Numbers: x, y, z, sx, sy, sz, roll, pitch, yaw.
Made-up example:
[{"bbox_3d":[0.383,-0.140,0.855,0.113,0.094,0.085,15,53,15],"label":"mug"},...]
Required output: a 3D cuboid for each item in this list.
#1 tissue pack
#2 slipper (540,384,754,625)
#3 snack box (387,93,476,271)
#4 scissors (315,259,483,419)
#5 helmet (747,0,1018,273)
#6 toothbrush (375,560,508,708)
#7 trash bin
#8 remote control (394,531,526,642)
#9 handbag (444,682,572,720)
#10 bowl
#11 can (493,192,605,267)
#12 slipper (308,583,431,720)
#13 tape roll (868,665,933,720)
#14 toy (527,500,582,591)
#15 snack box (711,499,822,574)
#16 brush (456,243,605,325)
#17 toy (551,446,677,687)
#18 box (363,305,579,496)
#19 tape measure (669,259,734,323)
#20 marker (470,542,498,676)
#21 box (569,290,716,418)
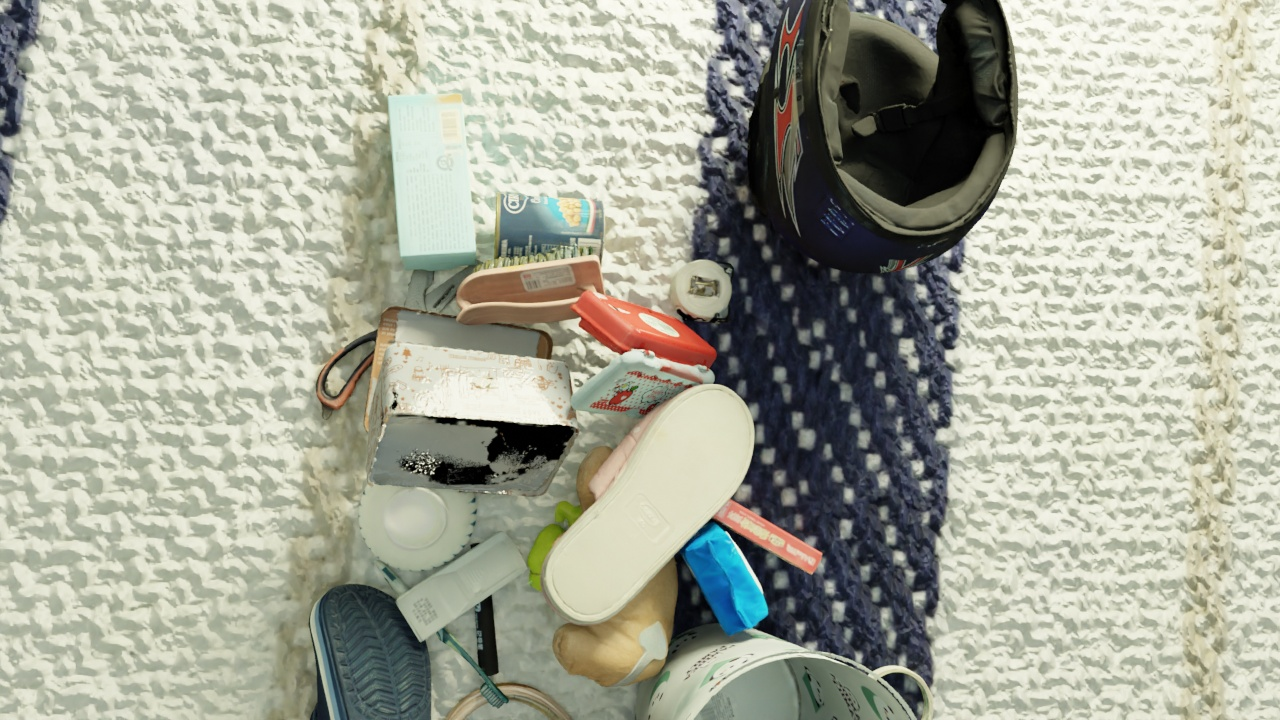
[{"bbox_3d":[0.079,0.209,0.902,0.052,0.157,0.095,-28,87,-4],"label":"tissue pack"},{"bbox_3d":[0.009,0.132,0.868,0.114,0.055,0.273,42,67,-2],"label":"slipper"},{"bbox_3d":[-0.211,-0.181,0.930,0.074,0.052,0.174,-5,81,-10],"label":"snack box"},{"bbox_3d":[-0.240,-0.019,0.937,0.189,0.015,0.225,-11,86,-10],"label":"scissors"},{"bbox_3d":[0.225,-0.246,0.915,0.247,0.240,0.315,-8,98,-9],"label":"helmet"},{"bbox_3d":[-0.199,0.270,0.907,0.018,0.016,0.191,-44,85,-10],"label":"toothbrush"},{"bbox_3d":[0.106,0.357,0.844,0.229,0.252,0.229,1,85,-9],"label":"trash bin"},{"bbox_3d":[-0.174,0.220,0.901,0.124,0.024,0.049,-33,91,-16],"label":"remote control"},{"bbox_3d":[-0.119,0.435,0.894,0.193,0.093,0.234,-17,80,-10],"label":"handbag"},{"bbox_3d":[-0.219,0.151,0.899,0.116,0.066,0.116,1,86,-10],"label":"bowl"},{"bbox_3d":[-0.093,-0.130,0.940,0.111,0.075,0.075,2,85,-10],"label":"can"},{"bbox_3d":[-0.257,0.340,0.868,0.095,0.105,0.252,-26,71,31],"label":"slipper"},{"bbox_3d":[0.275,0.375,0.993,0.085,0.014,0.085,1,85,-9],"label":"tape roll"},{"bbox_3d":[-0.075,0.194,0.938,0.100,0.031,0.096,-27,96,-17],"label":"toy"},{"bbox_3d":[0.109,0.169,0.950,0.153,0.075,0.025,31,82,-6],"label":"snack box"},{"bbox_3d":[-0.108,-0.067,0.895,0.145,0.063,0.073,-7,45,2],"label":"brush"},{"bbox_3d":[-0.023,0.201,0.899,0.143,0.083,0.225,17,63,-42],"label":"toy"},{"bbox_3d":[-0.166,0.024,0.890,0.182,0.155,0.184,7,52,-22],"label":"box"},{"bbox_3d":[0.065,-0.074,0.984,0.066,0.034,0.065,4,83,-10],"label":"tape measure"},{"bbox_3d":[-0.157,0.250,0.926,0.022,0.020,0.132,-3,85,-26],"label":"marker"},{"bbox_3d":[-0.006,0.008,0.894,0.095,0.201,0.101,40,103,25],"label":"box"}]
